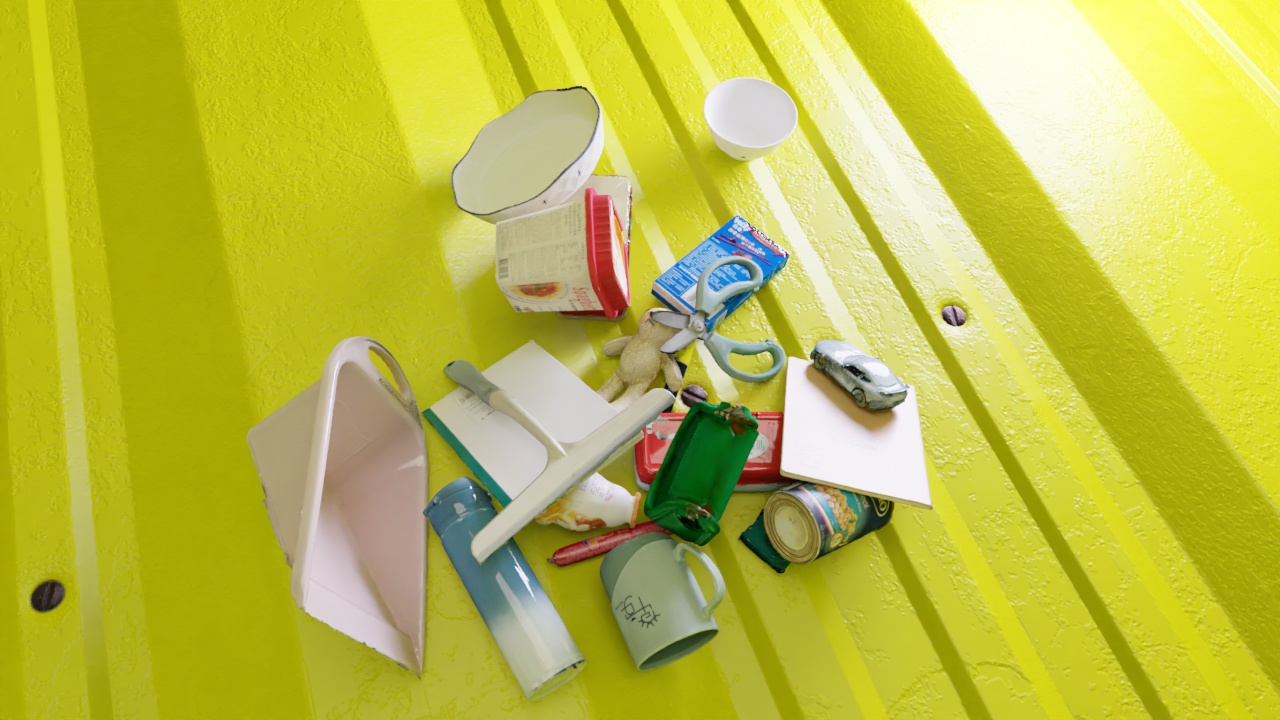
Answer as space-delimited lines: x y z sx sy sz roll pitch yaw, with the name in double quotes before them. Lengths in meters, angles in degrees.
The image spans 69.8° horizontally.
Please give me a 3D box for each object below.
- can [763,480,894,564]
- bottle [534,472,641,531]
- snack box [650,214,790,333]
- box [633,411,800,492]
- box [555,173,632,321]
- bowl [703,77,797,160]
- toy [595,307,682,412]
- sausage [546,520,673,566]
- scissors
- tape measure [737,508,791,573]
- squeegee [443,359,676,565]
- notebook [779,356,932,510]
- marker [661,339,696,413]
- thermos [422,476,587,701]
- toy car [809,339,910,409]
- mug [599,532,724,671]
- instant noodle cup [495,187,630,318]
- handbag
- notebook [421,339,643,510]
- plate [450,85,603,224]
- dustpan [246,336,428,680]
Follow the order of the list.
"can" 0.184 0.148 0.900 0.111 0.076 0.075 -15 61 -34
"bottle" -0.055 0.140 0.916 0.108 0.063 0.063 10 61 3
"snack box" 0.095 -0.102 1.073 0.084 0.026 0.156 40 60 17
"box" 0.093 0.098 0.967 0.201 0.049 0.087 0 63 -4
"box" -0.052 -0.137 1.061 0.091 0.079 0.168 3 61 -1
"bowl" 0.135 -0.295 1.168 0.118 0.065 0.118 1 62 -2
"toy" -0.006 0.006 0.993 0.105 0.066 0.157 21 64 28
"sausage" -0.019 0.179 0.922 0.155 0.020 0.020 -14 63 -11
"scissors" 0.089 -0.056 1.014 0.173 0.019 0.177 15 72 -22
"tape measure" 0.136 0.179 0.928 0.058 0.025 0.054 41 67 17
"squeegee" -0.136 0.047 0.926 0.246 0.039 0.247 -38 47 -21
"notebook" 0.221 0.068 0.951 0.148 0.008 0.207 13 33 3
"marker" 0.040 0.014 1.019 0.018 0.015 0.123 15 60 9
"thermos" -0.131 0.210 0.872 0.070 0.070 0.220 -28 66 -17
"toy car" 0.238 0.011 1.001 0.054 0.037 0.120 -12 38 -31
"mug" 0.024 0.215 0.856 0.112 0.082 0.106 -38 59 22
"instant noodle cup" -0.081 -0.105 0.958 0.124 0.116 0.116 -7 68 8
"handbag" 0.060 0.103 0.872 0.068 0.120 0.131 27 73 -2
"notebook" -0.116 0.065 0.940 0.150 0.012 0.209 -35 46 -19
"plate" -0.129 -0.238 1.086 0.205 0.045 0.204 -18 46 20
"dustpan" -0.237 0.116 0.830 0.138 0.223 0.273 -34 60 -7
